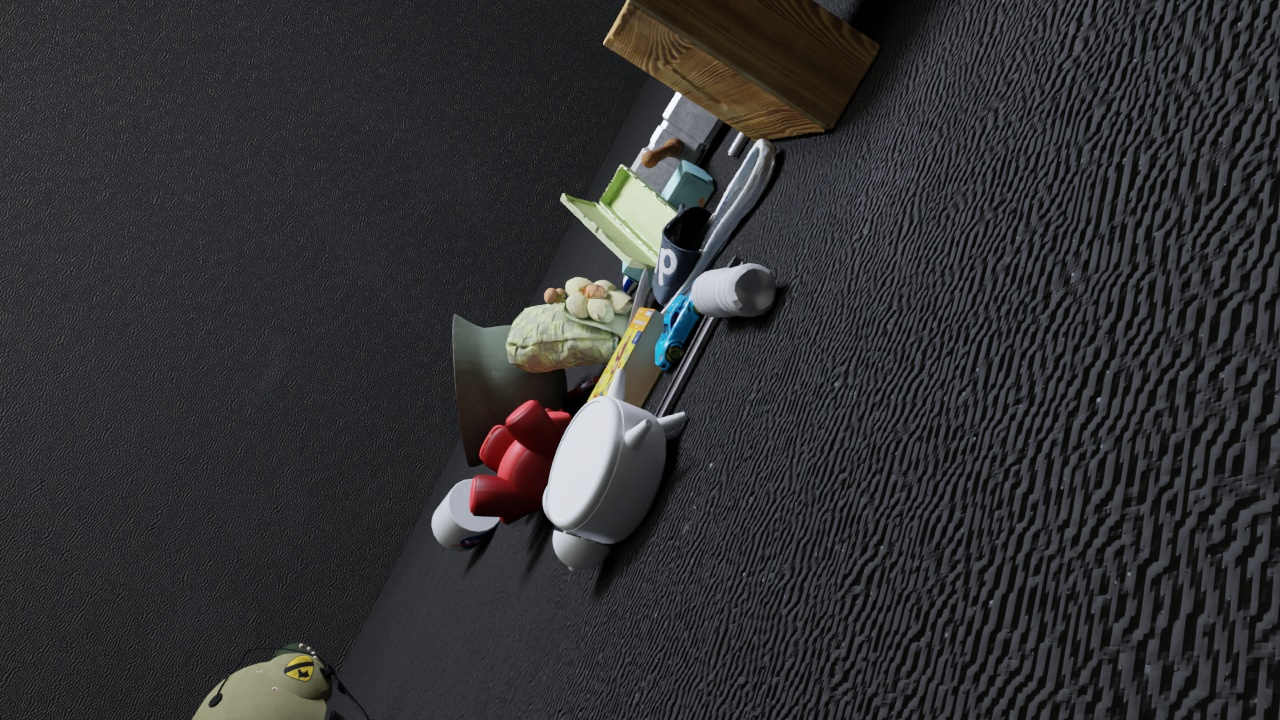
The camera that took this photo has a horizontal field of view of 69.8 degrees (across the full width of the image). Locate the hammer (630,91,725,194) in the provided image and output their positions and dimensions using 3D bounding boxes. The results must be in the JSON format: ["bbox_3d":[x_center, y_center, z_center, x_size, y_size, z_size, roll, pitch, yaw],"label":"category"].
[{"bbox_3d":[0.038,-0.302,1.323,0.163,0.083,0.317,-56,1,20],"label":"hammer"}]

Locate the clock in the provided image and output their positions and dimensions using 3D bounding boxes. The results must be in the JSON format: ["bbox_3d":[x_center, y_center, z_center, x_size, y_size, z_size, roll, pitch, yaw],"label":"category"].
[{"bbox_3d":[-0.026,0.103,0.827,0.161,0.072,0.125,-61,24,16],"label":"clock"}]

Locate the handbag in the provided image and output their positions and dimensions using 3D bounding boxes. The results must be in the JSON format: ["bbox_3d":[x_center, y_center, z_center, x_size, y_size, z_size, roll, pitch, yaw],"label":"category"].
[{"bbox_3d":[-0.096,-0.052,1.247,0.113,0.186,0.117,-78,-20,-54],"label":"handbag"}]

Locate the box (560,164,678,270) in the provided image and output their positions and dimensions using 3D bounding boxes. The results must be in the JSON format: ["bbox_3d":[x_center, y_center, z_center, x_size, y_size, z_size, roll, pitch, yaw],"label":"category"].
[{"bbox_3d":[-0.013,-0.197,1.229,0.188,0.097,0.082,46,115,37],"label":"box"}]

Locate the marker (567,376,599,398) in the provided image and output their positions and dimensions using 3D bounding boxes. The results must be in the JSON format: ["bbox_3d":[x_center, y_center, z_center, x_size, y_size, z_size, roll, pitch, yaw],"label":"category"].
[{"bbox_3d":[-0.084,0.040,1.357,0.012,0.013,0.142,-65,13,-19],"label":"marker"}]

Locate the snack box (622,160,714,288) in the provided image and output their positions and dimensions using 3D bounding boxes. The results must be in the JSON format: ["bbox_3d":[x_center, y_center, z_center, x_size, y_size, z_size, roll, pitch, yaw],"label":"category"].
[{"bbox_3d":[0.037,-0.191,1.292,0.175,0.053,0.074,-58,12,21],"label":"snack box"}]

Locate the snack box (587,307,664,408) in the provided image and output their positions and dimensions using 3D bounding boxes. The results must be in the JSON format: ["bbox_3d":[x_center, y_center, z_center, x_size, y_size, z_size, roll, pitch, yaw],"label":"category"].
[{"bbox_3d":[-0.006,0.006,1.033,0.126,0.040,0.088,-61,12,-1],"label":"snack box"}]

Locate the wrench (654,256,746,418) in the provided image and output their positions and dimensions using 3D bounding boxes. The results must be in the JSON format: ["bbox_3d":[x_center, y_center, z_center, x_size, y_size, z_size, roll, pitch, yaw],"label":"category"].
[{"bbox_3d":[0.039,0.017,0.893,0.273,0.010,0.070,-62,12,-7],"label":"wrench"}]

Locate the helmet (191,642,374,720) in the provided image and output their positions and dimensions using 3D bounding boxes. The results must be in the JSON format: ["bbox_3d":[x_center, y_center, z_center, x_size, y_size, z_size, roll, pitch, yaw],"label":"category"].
[{"bbox_3d":[-0.556,0.587,1.405,0.251,0.255,0.232,-59,8,17],"label":"helmet"}]

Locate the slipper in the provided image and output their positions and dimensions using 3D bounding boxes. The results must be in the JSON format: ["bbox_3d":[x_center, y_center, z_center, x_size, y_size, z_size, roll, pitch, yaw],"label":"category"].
[{"bbox_3d":[0.063,-0.150,1.062,0.265,0.063,0.111,-50,16,37],"label":"slipper"}]

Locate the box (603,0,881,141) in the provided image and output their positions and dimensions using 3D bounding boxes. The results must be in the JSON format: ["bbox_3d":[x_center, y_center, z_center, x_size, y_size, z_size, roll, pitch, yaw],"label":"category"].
[{"bbox_3d":[0.120,-0.445,0.948,0.336,0.286,0.279,-61,12,8],"label":"box"}]

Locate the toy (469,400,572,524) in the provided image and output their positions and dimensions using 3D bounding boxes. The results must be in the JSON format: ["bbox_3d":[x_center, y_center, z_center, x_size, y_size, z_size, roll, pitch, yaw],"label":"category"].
[{"bbox_3d":[-0.145,0.129,1.173,0.158,0.120,0.197,-64,3,-1],"label":"toy"}]

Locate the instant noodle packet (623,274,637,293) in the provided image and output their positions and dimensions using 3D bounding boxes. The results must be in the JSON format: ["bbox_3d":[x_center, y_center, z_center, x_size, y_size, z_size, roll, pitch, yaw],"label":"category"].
[{"bbox_3d":[0.008,-0.167,1.415,0.135,0.026,0.086,-51,24,40],"label":"instant noodle packet"}]

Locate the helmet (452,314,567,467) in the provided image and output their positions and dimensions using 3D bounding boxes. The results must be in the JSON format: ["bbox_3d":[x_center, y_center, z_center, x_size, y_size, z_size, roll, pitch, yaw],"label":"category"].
[{"bbox_3d":[-0.187,0.043,1.382,0.268,0.154,0.226,98,165,-66],"label":"helmet"}]

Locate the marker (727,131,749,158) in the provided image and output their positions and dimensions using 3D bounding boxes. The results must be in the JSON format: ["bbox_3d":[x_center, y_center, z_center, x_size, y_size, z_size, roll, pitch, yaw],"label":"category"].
[{"bbox_3d":[0.156,-0.329,1.201,0.141,0.016,0.016,-58,12,11],"label":"marker"}]

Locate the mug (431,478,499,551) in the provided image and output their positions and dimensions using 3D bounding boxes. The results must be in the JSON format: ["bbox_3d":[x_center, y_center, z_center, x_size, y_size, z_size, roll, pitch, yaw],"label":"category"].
[{"bbox_3d":[-0.273,0.248,1.506,0.121,0.091,0.090,-27,-14,-41],"label":"mug"}]

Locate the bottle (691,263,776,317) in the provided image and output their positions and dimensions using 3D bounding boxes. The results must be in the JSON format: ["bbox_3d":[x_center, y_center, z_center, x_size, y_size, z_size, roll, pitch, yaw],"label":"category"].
[{"bbox_3d":[0.077,-0.060,0.816,0.044,0.044,0.136,-62,14,-5],"label":"bottle"}]

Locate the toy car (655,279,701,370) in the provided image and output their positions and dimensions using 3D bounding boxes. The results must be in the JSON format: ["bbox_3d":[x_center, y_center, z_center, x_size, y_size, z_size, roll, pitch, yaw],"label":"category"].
[{"bbox_3d":[0.041,-0.040,0.965,0.105,0.032,0.048,-62,12,1],"label":"toy car"}]

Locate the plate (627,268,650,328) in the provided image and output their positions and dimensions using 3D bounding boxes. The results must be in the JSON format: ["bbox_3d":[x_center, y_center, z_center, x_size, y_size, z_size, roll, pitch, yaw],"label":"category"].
[{"bbox_3d":[-0.004,-0.048,1.148,0.134,0.011,0.134,19,-95,-87],"label":"plate"}]
